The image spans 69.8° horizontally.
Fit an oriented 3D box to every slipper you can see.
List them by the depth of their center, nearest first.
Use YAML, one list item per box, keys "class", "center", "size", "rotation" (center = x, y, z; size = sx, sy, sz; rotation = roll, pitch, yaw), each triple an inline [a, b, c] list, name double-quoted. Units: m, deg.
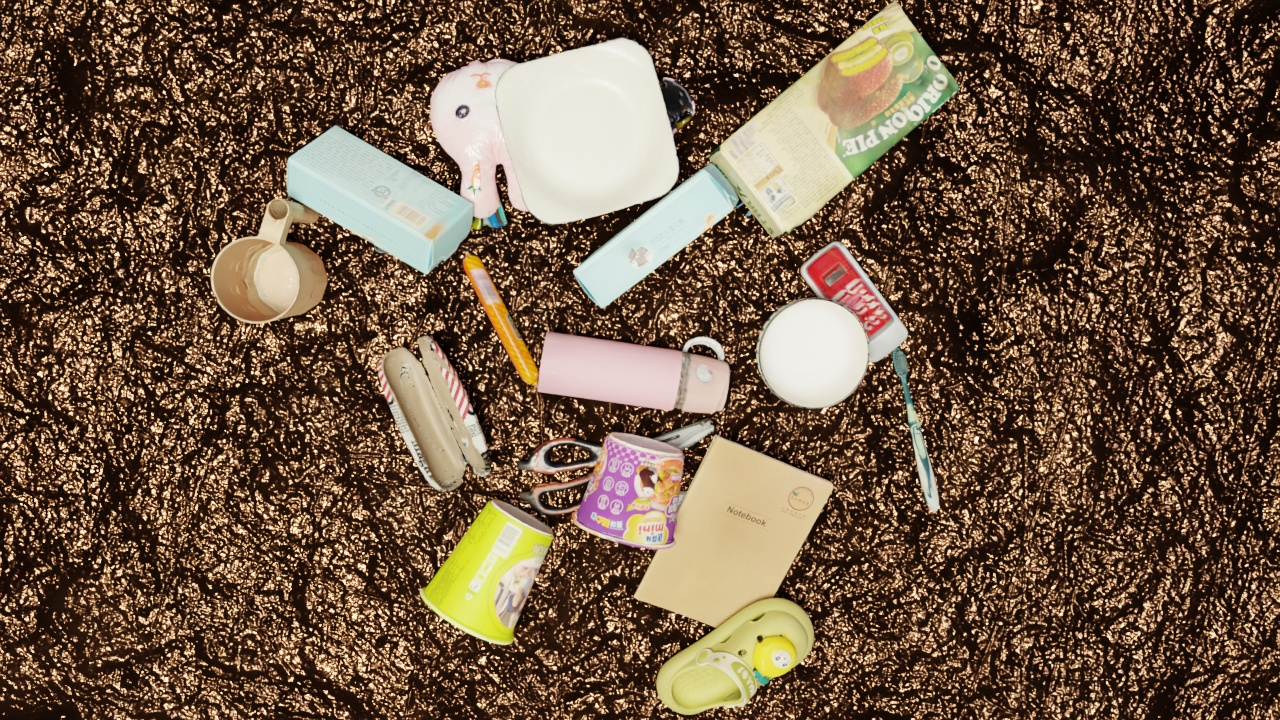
- class: "slipper"
  center: [0.107, 0.340, 1.003]
  size: [0.191, 0.081, 0.091]
  rotation: [-31, 110, 7]

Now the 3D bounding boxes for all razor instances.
- class: "razor"
  center: [-0.212, -0.140, 0.971]
  size: [0.143, 0.022, 0.042]
  rotation: [-19, 82, 0]

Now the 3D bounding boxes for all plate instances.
- class: "plate"
  center: [-0.053, -0.227, 0.920]
  size: [0.164, 0.034, 0.163]
  rotation: [-15, 95, -5]

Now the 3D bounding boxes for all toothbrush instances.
- class: "toothbrush"
  center: [0.307, 0.078, 1.017]
  size: [0.016, 0.018, 0.191]
  rotation: [-15, 96, -1]

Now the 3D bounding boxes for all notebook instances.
- class: "notebook"
  center: [0.102, 0.198, 1.006]
  size: [0.147, 0.008, 0.208]
  rotation: [23, 103, -12]

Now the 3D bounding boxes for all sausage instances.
- class: "sausage"
  center: [-0.149, -0.043, 0.985]
  size: [0.021, 0.021, 0.165]
  rotation: [-26, 97, 1]

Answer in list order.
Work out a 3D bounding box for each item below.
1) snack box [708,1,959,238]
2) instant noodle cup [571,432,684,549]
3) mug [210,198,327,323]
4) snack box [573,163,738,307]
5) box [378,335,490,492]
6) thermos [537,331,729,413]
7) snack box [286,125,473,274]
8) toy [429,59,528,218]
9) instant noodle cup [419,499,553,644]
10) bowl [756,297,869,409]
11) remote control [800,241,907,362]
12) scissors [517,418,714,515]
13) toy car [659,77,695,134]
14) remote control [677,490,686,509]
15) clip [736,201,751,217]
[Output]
- class: "snack box"
  center: [0.196, -0.244, 0.941]
  size: [0.240, 0.063, 0.114]
  rotation: [-41, 97, -4]
- class: "instant noodle cup"
  center: [-0.005, 0.132, 0.956]
  size: [0.111, 0.111, 0.099]
  rotation: [14, 95, -4]
- class: "mug"
  center: [-0.366, -0.101, 0.929]
  size: [0.084, 0.103, 0.124]
  rotation: [19, 95, -4]
- class: "snack box"
  center: [0.017, -0.127, 0.933]
  size: [0.175, 0.074, 0.051]
  rotation: [-36, 99, 19]
- class: "box"
  center: [-0.224, 0.061, 0.970]
  size: [0.087, 0.076, 0.163]
  rotation: [-27, 99, -19]
- class: "thermos"
  center: [-0.006, 0.006, 0.978]
  size: [0.198, 0.067, 0.087]
  rotation: [7, 66, -2]
- class: "snack box"
  center: [-0.261, -0.162, 0.922]
  size: [0.175, 0.074, 0.052]
  rotation: [30, 137, 5]
- class: "toy"
  center: [-0.149, -0.230, 0.945]
  size: [0.121, 0.054, 0.159]
  rotation: [-12, 93, -10]
- class: "instant noodle cup"
  center: [-0.154, 0.219, 0.977]
  size: [0.111, 0.112, 0.123]
  rotation: [30, 86, -5]
- class: "bowl"
  center: [0.179, -0.010, 0.978]
  size: [0.116, 0.066, 0.116]
  rotation: [0, 97, -1]
- class: "remote control"
  center: [0.233, -0.063, 0.997]
  size: [0.056, 0.020, 0.136]
  rotation: [-38, 96, 1]
- class: "scissors"
  center: [-0.028, 0.097, 1.008]
  size: [0.185, 0.015, 0.209]
  rotation: [33, 95, -6]
- class: "toy car"
  center: [0.002, -0.241, 0.961]
  size: [0.122, 0.037, 0.056]
  rotation: [-42, 98, -1]
- class: "remote control"
  center: [0.077, 0.173, 1.016]
  size: [0.125, 0.024, 0.049]
  rotation: [4, 99, -4]
- class: "clip"
  center: [0.128, -0.178, 0.979]
  size: [0.058, 0.026, 0.038]
  rotation: [-43, 93, 1]
